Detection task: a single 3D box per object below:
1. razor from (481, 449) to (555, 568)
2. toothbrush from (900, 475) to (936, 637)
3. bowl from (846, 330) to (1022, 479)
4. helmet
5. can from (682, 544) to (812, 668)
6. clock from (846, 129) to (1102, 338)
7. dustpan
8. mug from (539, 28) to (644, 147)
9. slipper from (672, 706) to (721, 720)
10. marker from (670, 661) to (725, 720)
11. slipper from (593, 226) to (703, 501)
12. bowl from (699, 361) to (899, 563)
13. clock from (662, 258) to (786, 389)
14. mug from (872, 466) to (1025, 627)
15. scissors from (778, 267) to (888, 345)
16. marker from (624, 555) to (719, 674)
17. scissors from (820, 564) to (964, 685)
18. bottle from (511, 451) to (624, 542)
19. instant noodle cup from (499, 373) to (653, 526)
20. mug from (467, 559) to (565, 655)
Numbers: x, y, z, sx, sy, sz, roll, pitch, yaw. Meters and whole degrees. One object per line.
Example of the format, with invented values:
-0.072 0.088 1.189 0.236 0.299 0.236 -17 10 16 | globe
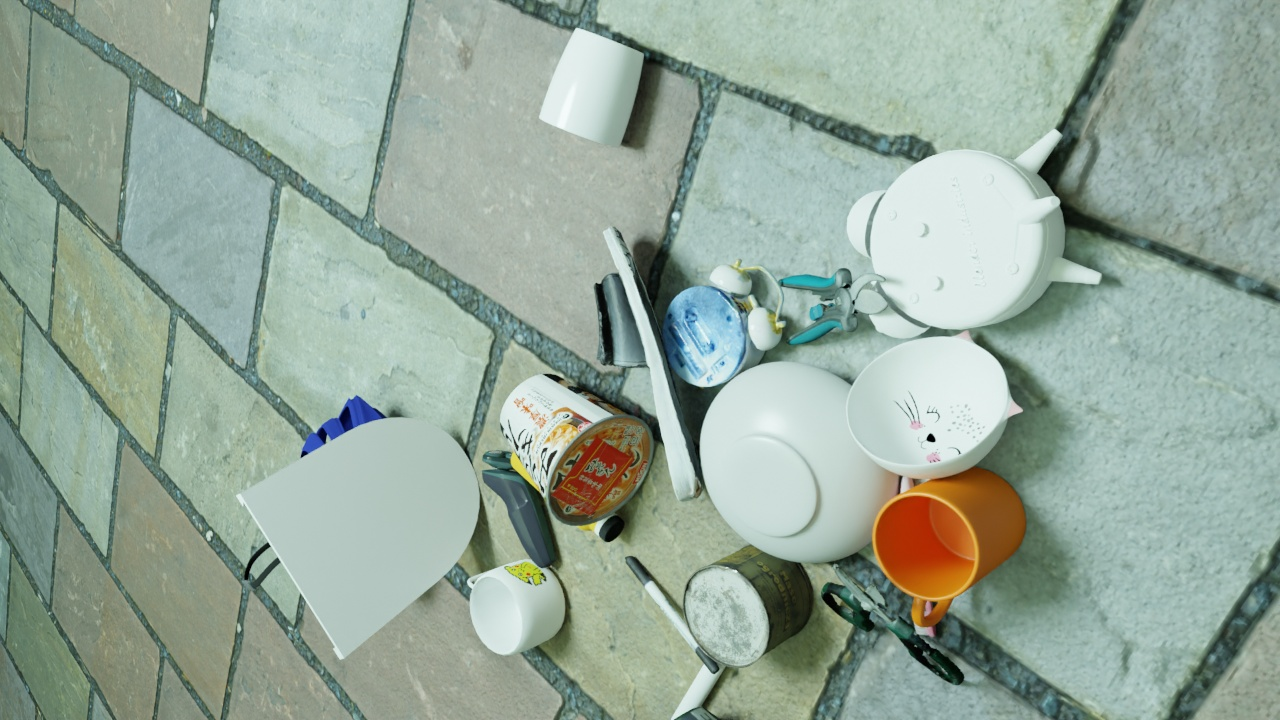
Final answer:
-0.133 0.163 1.017 0.052 0.047 0.143 -26 80 14 | razor
0.218 0.154 0.730 0.016 0.021 0.135 -8 93 31 | toothbrush
0.215 0.042 0.677 0.115 0.050 0.114 -19 45 19 | bowl
-0.373 0.175 1.100 0.148 0.227 0.241 -13 93 52 | helmet
0.095 0.213 0.807 0.090 0.074 0.090 8 102 40 | can
0.226 -0.085 0.656 0.161 0.072 0.125 -17 84 40 | clock
-0.292 0.171 1.011 0.053 0.256 0.191 -25 97 39 | dustpan
-0.048 -0.262 0.873 0.088 0.081 0.114 -69 24 16 | mug
0.040 0.356 0.846 0.269 0.110 0.083 -5 85 35 | slipper
0.064 0.304 0.882 0.020 0.020 0.142 40 120 29 | marker
-0.005 0.005 0.839 0.063 0.111 0.263 -20 86 6 | slipper
0.117 0.093 0.756 0.177 0.066 0.177 13 113 32 | bowl
0.076 -0.031 0.805 0.126 0.051 0.089 -44 67 35 | clock
0.224 0.141 0.672 0.078 0.095 0.113 14 105 38 | mug
0.147 -0.045 0.731 0.155 0.019 0.126 104 150 -45 | scissors
0.028 0.245 0.895 0.152 0.011 0.011 46 123 36 | marker
0.163 0.182 0.696 0.137 0.210 0.015 25 72 47 | scissors
-0.075 0.136 0.961 0.144 0.043 0.043 36 117 31 | bottle
-0.072 0.078 0.911 0.122 0.123 0.124 37 118 41 | instant noodle cup
-0.143 0.267 1.019 0.116 0.068 0.094 27 112 35 | mug
